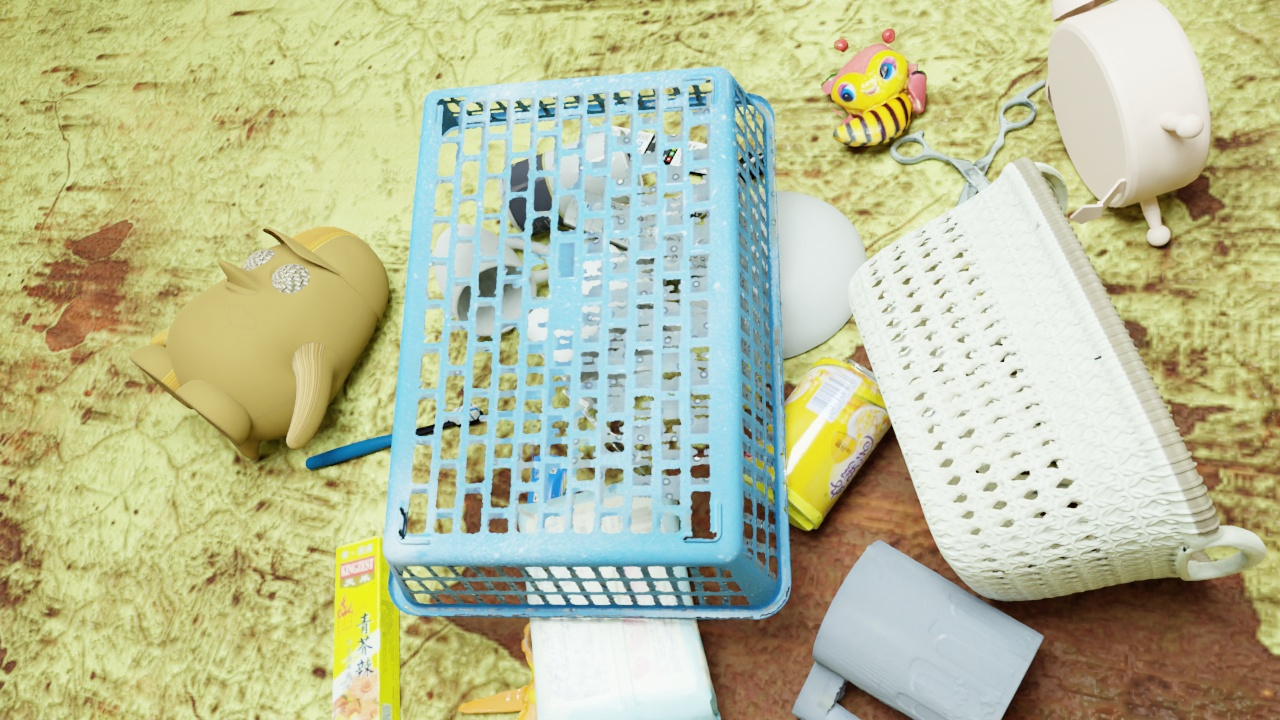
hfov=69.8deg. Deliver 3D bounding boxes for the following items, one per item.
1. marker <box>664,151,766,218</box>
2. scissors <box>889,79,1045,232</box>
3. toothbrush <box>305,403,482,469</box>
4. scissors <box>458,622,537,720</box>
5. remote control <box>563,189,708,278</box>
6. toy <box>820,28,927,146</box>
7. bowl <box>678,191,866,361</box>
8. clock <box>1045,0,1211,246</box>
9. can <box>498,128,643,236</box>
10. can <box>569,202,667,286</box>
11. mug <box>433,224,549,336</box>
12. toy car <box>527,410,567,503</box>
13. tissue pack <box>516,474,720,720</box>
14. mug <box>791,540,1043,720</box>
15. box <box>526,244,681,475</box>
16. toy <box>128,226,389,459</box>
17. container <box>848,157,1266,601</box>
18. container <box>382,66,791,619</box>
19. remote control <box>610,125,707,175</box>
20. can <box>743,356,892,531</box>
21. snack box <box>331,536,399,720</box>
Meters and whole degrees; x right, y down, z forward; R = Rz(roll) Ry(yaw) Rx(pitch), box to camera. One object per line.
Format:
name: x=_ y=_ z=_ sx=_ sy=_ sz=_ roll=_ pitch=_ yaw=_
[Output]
marker: x=0.052 y=-0.135 z=0.762 sx=0.126 sy=0.025 sz=0.025 roll=-33 pitch=58 yaw=3
scissors: x=0.261 y=-0.151 z=0.696 sx=0.173 sy=0.014 sz=0.141 roll=-47 pitch=56 yaw=-7
toothbrush: x=-0.209 y=0.066 z=0.770 sx=0.168 sy=0.014 sz=0.014 roll=-16 pitch=49 yaw=13
scissors: x=-0.064 y=0.232 z=0.632 sx=0.128 sy=0.011 sz=0.125 roll=14 pitch=70 yaw=27
remote control: x=0.010 y=-0.089 z=0.677 sx=0.136 sy=0.013 sz=0.033 roll=21 pitch=72 yaw=2
toy: x=0.187 y=-0.214 z=0.739 sx=0.084 sy=0.046 sz=0.103 roll=0 pitch=69 yaw=14
bowl: x=0.095 y=-0.075 z=0.704 sx=0.150 sy=0.043 sz=0.149 roll=-9 pitch=62 yaw=17
clock: x=0.312 y=-0.170 z=0.616 sx=0.086 sy=0.131 sz=0.160 roll=-13 pitch=61 yaw=15
can: x=-0.054 y=-0.155 z=0.789 sx=0.127 sy=0.064 sz=0.064 roll=-17 pitch=60 yaw=13
can: x=-0.017 y=-0.086 z=0.728 sx=0.086 sy=0.086 sz=0.043 roll=3 pitch=68 yaw=22
mug: x=-0.123 y=-0.081 z=0.786 sx=0.107 sy=0.071 sz=0.089 roll=-19 pitch=46 yaw=-21
toy car: x=-0.076 y=0.092 z=0.677 sx=0.033 sy=0.062 sz=0.091 roll=-3 pitch=64 yaw=20
tissue pack: x=-0.017 y=0.169 z=0.605 sx=0.112 sy=0.070 sz=0.181 roll=-11 pitch=61 yaw=0
mug: x=0.159 y=0.185 z=0.538 sx=0.104 sy=0.083 sz=0.124 roll=27 pitch=101 yaw=28
box: x=-0.011 y=0.014 z=0.664 sx=0.126 sy=0.108 sz=0.137 roll=-44 pitch=57 yaw=-4
toy: x=-0.304 y=-0.033 z=0.780 sx=0.199 sy=0.163 sz=0.203 roll=27 pitch=66 yaw=27
container: x=0.225 y=0.020 z=0.534 sx=0.143 sy=0.184 sz=0.245 roll=-25 pitch=57 yaw=20
container: x=-0.039 y=-0.025 z=0.582 sx=0.257 sy=0.089 sz=0.361 roll=-2 pitch=73 yaw=9
remote control: x=0.018 y=-0.183 z=0.806 sx=0.124 sy=0.012 sz=0.028 roll=18 pitch=73 yaw=28
can: x=0.119 y=0.055 z=0.616 sx=0.068 sy=0.067 sz=0.105 roll=33 pitch=79 yaw=31
snack box: x=-0.205 y=0.209 z=0.687 sx=0.040 sy=0.029 sz=0.147 roll=-16 pitch=60 yaw=13
